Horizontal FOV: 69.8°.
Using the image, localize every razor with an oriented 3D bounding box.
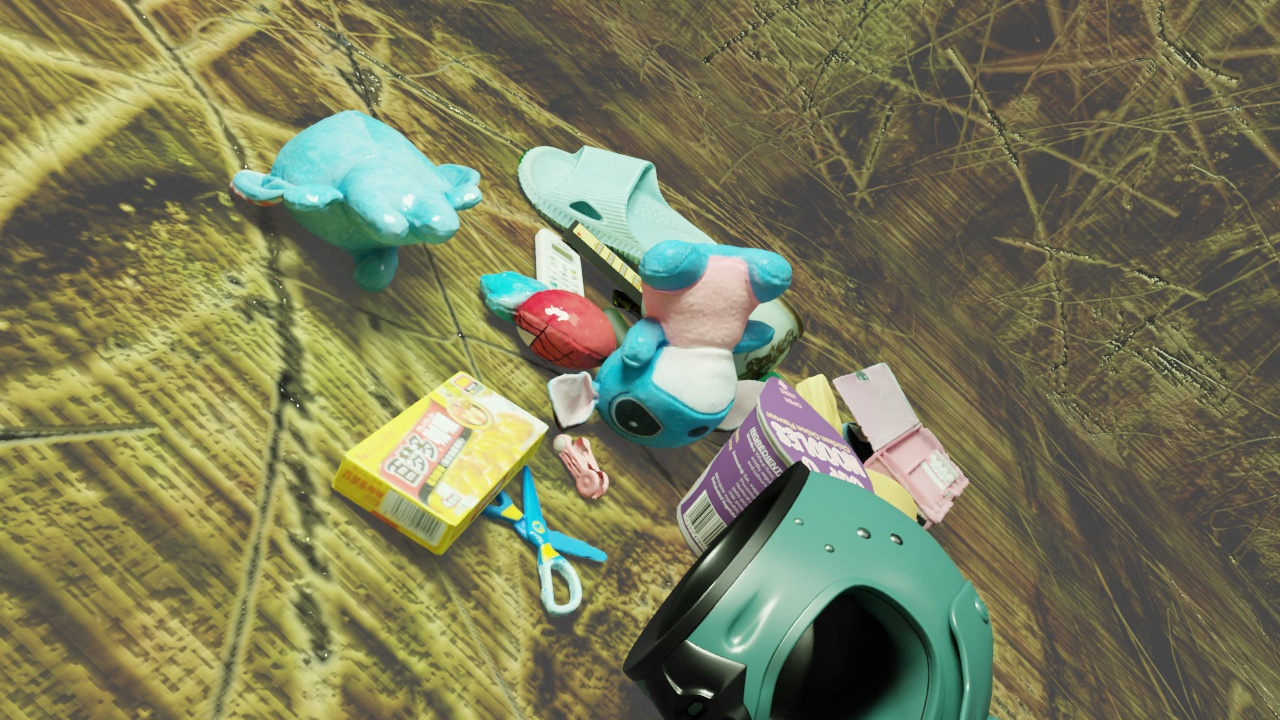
[{"bbox_3d":[0.017,-0.018,0.945,0.044,0.021,0.144,11,41,-51],"label":"razor"}]

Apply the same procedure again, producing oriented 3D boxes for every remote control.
[{"bbox_3d":[-0.080,-0.081,0.890,0.050,0.022,0.133,31,26,-26],"label":"remote control"},{"bbox_3d":[-0.025,-0.095,0.962,0.133,0.013,0.058,41,16,-10],"label":"remote control"}]

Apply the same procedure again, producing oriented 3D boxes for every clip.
[{"bbox_3d":[-0.047,0.075,0.683,0.045,0.023,0.059,27,27,-24],"label":"clip"}]

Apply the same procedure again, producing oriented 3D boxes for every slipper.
[{"bbox_3d":[0.205,0.127,0.830,0.099,0.078,0.263,46,29,-56],"label":"slipper"},{"bbox_3d":[-0.013,-0.166,1.014,0.276,0.070,0.115,31,49,2],"label":"slipper"}]

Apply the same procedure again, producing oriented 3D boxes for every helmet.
[{"bbox_3d":[0.115,0.193,0.550,0.200,0.177,0.274,43,27,6],"label":"helmet"}]

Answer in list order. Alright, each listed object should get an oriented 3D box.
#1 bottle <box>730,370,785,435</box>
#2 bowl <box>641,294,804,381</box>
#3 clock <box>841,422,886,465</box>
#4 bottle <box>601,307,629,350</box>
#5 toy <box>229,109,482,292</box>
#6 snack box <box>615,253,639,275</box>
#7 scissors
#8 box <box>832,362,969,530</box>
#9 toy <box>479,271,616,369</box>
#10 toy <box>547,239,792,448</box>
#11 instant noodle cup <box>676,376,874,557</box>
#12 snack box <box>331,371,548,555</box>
[{"bbox_3d":[0.124,0.089,0.870,0.068,0.068,0.209,33,25,-22],"label":"bottle"},{"bbox_3d":[0.063,-0.023,0.869,0.160,0.093,0.160,27,-14,7],"label":"bowl"},{"bbox_3d":[0.244,0.116,1.026,0.118,0.060,0.162,12,38,-51],"label":"clock"},{"bbox_3d":[-0.005,0.005,0.853,0.033,0.033,0.123,6,43,-54],"label":"bottle"},{"bbox_3d":[-0.189,-0.108,0.664,0.183,0.115,0.180,-7,32,-33],"label":"toy"},{"bbox_3d":[0.055,-0.086,1.085,0.141,0.044,0.193,0,48,-56],"label":"snack box"},{"bbox_3d":[-0.069,0.111,0.597,0.125,0.013,0.126,26,31,-32],"label":"scissors"},{"bbox_3d":[0.279,0.089,0.998,0.179,0.040,0.232,57,25,14],"label":"box"},{"bbox_3d":[-0.079,-0.036,0.779,0.133,0.062,0.092,31,5,15],"label":"toy"},{"bbox_3d":[0.026,-0.010,0.740,0.223,0.192,0.099,2,30,-33],"label":"toy"},{"bbox_3d":[0.096,0.102,0.737,0.121,0.122,0.136,23,31,-39],"label":"instant noodle cup"},{"bbox_3d":[-0.119,0.058,0.575,0.075,0.025,0.152,32,23,4],"label":"snack box"}]
